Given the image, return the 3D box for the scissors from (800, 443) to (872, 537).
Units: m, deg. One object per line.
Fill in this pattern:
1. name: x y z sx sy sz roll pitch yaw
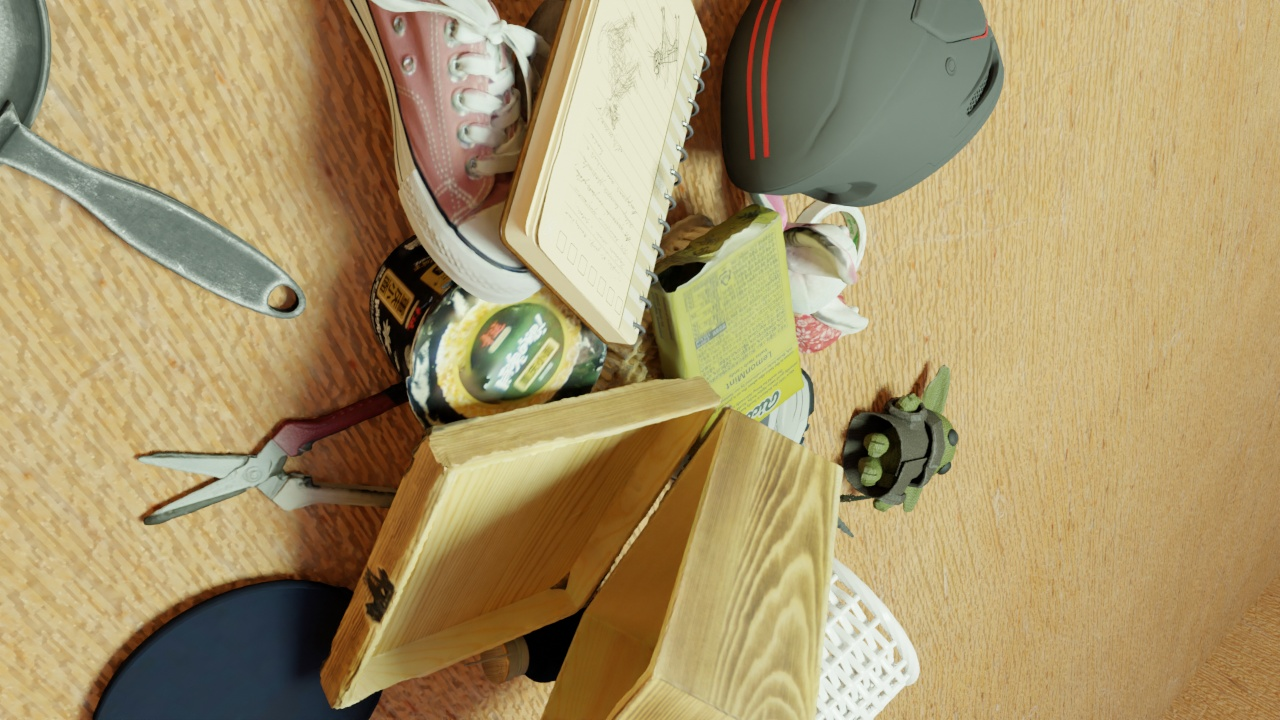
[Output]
1. scissors: 0.162 0.137 0.944 0.168 0.012 0.157 -24 113 -11

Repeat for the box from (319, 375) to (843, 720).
1. box: -0.045 0.155 0.636 0.280 0.263 0.268 -61 -179 37

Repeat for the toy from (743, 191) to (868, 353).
1. toy: 0.141 -0.072 0.764 0.084 0.159 0.194 -34 139 2

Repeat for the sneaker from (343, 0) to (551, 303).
1. sneaker: -0.092 -0.151 0.483 0.118 0.088 0.241 -24 93 -41

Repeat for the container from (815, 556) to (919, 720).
1. container: 0.145 0.310 0.925 0.186 0.189 0.189 -38 131 -17

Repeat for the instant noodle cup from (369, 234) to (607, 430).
1. instant noodle cup: -0.108 -0.022 0.594 0.137 0.112 0.137 -18 123 -31

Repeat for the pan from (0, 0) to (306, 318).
1. pan: -0.306 -0.108 0.437 0.356 0.055 0.187 38 86 -40

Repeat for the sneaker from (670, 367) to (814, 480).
1. sneaker: 0.073 0.112 0.843 0.124 0.089 0.240 9 97 -38

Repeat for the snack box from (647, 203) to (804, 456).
1. snack box: 0.065 -0.021 0.707 0.121 0.045 0.181 -36 133 -24

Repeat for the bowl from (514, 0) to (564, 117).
1. bowl: -0.033 -0.180 0.585 0.144 0.067 0.145 8 89 -70

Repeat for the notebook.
1. notebook: -0.009 -0.136 0.532 0.167 0.024 0.225 46 55 -64

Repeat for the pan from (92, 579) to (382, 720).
1. pan: -0.220 0.188 0.666 0.356 0.021 0.199 -43 133 -12

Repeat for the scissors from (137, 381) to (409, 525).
1. scissors: -0.217 0.069 0.618 0.194 0.015 0.179 -45 133 -11

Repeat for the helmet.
1. helmet: 0.153 -0.218 0.674 0.170 0.164 0.264 47 65 -31

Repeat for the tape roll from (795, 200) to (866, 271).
1. tape roll: 0.172 -0.103 0.852 0.093 0.018 0.094 -19 123 -32

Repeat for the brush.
1. brush: -0.005 0.004 0.732 0.271 0.057 0.083 -55 137 -2

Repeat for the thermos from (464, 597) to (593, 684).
1. thermos: -0.050 0.244 0.816 0.230 0.061 0.061 -1 112 -40

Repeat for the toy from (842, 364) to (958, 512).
1. toy: 0.291 0.099 1.012 0.152 0.078 0.179 -6 112 -39
